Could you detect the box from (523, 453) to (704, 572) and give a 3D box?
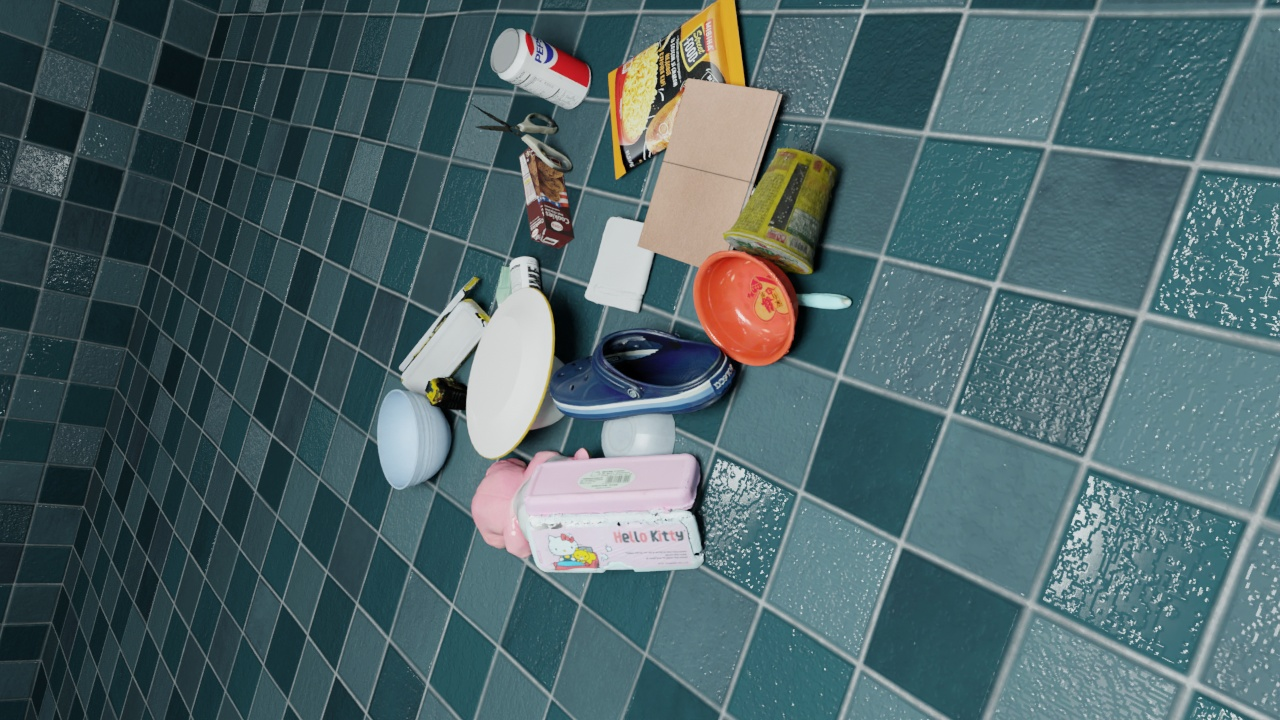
[{"bbox_3d":[-0.027,0.177,1.046,0.202,0.103,0.100,-5,31,16],"label":"box"}]

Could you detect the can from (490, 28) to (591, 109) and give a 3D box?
[{"bbox_3d":[-0.137,-0.406,1.279,0.070,0.132,0.070,-14,71,43],"label":"can"}]

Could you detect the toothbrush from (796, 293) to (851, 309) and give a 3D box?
[{"bbox_3d":[0.149,-0.067,0.989,0.181,0.016,0.016,8,92,45],"label":"toothbrush"}]

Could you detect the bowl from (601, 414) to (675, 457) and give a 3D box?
[{"bbox_3d":[-0.010,0.090,1.096,0.107,0.039,0.106,-14,71,43],"label":"bowl"}]

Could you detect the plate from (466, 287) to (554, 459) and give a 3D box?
[{"bbox_3d":[-0.180,0.014,1.193,0.230,0.021,0.229,-28,54,48],"label":"plate"}]

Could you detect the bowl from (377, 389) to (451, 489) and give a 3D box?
[{"bbox_3d":[-0.335,0.117,1.390,0.151,0.074,0.150,1,91,52],"label":"bowl"}]

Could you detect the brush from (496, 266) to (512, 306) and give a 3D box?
[{"bbox_3d":[-0.208,-0.032,1.351,0.033,0.012,0.217,2,83,46],"label":"brush"}]

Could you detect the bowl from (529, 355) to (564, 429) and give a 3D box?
[{"bbox_3d":[-0.140,0.039,1.222,0.117,0.065,0.116,-14,70,43],"label":"bowl"}]

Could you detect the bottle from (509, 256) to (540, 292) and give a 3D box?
[{"bbox_3d":[-0.160,-0.087,1.292,0.041,0.041,0.116,-25,63,39],"label":"bottle"}]

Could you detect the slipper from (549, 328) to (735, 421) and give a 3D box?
[{"bbox_3d":[-0.006,0.006,1.049,0.253,0.095,0.104,-4,39,42],"label":"slipper"}]

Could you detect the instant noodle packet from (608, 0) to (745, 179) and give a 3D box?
[{"bbox_3d":[0.039,-0.344,1.155,0.221,0.032,0.159,-20,67,41],"label":"instant noodle packet"}]

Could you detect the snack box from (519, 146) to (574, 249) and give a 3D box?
[{"bbox_3d":[-0.133,-0.231,1.291,0.032,0.051,0.140,-30,60,37],"label":"snack box"}]

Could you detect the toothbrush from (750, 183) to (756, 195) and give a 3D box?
[{"bbox_3d":[0.115,-0.210,1.058,0.017,0.016,0.189,-56,46,34],"label":"toothbrush"}]

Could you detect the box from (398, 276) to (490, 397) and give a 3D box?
[{"bbox_3d":[-0.296,-0.032,1.430,0.084,0.079,0.211,44,123,-2],"label":"box"}]

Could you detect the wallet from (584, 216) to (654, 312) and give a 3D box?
[{"bbox_3d":[-0.018,-0.121,1.166,0.086,0.032,0.116,21,94,36],"label":"wallet"}]

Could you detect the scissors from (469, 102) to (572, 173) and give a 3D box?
[{"bbox_3d":[-0.159,-0.317,1.283,0.169,0.157,0.013,42,123,-6],"label":"scissors"}]

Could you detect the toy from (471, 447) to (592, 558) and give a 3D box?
[{"bbox_3d":[-0.131,0.181,1.166,0.214,0.084,0.141,-3,71,46],"label":"toy"}]

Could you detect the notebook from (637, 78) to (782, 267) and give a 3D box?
[{"bbox_3d":[0.076,-0.217,1.072,0.141,0.008,0.209,25,102,42],"label":"notebook"}]

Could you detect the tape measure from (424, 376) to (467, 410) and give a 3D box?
[{"bbox_3d":[-0.285,0.048,1.374,0.062,0.067,0.038,35,107,54],"label":"tape measure"}]

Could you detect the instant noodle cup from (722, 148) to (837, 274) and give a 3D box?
[{"bbox_3d":[0.152,-0.157,0.957,0.102,0.102,0.108,21,87,46],"label":"instant noodle cup"}]

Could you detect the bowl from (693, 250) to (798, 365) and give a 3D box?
[{"bbox_3d":[0.119,-0.062,0.971,0.130,0.045,0.131,27,132,34],"label":"bowl"}]
